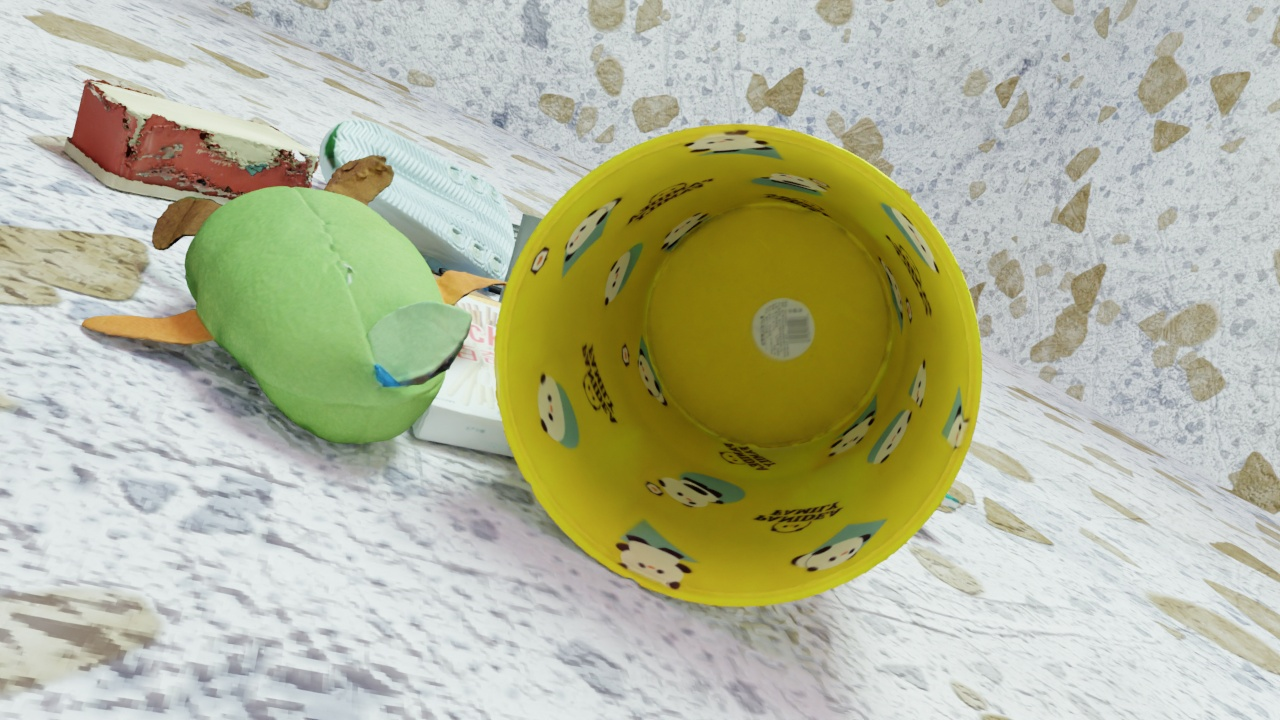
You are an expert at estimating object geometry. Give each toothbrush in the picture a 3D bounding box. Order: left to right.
[{"bbox_3d":[-0.102,-0.056,0.844,0.189,0.016,0.014,19,10,-40],"label":"toothbrush"}]

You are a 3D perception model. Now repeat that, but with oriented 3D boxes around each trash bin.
[{"bbox_3d":[0.065,-0.008,0.551,0.229,0.230,0.255,27,12,8],"label":"trash bin"}]

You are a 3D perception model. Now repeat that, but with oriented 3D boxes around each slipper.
[{"bbox_3d":[-0.194,-0.128,0.812,0.245,0.074,0.104,27,48,-58],"label":"slipper"}]

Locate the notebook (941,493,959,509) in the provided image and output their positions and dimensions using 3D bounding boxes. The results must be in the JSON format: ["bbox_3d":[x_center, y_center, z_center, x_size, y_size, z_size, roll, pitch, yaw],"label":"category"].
[{"bbox_3d":[0.160,0.063,0.802,0.150,0.012,0.209,25,6,-25],"label":"notebook"}]

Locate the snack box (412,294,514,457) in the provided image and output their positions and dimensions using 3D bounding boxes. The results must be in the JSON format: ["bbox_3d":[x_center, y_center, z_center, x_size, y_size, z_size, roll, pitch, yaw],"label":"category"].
[{"bbox_3d":[-0.106,0.002,0.572,0.084,0.027,0.156,14,26,-28],"label":"snack box"}]

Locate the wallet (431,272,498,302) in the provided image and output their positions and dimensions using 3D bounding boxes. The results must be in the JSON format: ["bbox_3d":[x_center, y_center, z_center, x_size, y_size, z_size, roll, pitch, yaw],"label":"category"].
[{"bbox_3d":[-0.166,-0.053,0.737,0.115,0.020,0.101,26,12,13],"label":"wallet"}]

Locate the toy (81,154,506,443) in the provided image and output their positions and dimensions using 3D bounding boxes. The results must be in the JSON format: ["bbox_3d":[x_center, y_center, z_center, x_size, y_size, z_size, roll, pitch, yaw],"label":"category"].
[{"bbox_3d":[-0.178,-0.039,0.506,0.226,0.090,0.246,-13,40,-27],"label":"toy"}]

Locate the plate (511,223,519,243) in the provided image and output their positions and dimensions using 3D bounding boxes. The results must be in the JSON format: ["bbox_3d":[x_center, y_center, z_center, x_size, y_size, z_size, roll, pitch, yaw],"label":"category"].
[{"bbox_3d":[-0.103,-0.116,1.073,0.179,0.024,0.179,25,14,-7],"label":"plate"}]

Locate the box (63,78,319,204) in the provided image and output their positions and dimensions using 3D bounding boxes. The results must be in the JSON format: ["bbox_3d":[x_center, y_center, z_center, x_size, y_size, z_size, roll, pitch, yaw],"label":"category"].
[{"bbox_3d":[-0.347,-0.171,0.731,0.091,0.077,0.168,32,16,28],"label":"box"}]

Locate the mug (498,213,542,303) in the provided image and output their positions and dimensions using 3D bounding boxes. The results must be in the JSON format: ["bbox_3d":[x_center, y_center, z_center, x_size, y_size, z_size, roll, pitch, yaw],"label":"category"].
[{"bbox_3d":[-0.059,-0.047,0.680,0.083,0.103,0.124,17,6,-20],"label":"mug"}]
